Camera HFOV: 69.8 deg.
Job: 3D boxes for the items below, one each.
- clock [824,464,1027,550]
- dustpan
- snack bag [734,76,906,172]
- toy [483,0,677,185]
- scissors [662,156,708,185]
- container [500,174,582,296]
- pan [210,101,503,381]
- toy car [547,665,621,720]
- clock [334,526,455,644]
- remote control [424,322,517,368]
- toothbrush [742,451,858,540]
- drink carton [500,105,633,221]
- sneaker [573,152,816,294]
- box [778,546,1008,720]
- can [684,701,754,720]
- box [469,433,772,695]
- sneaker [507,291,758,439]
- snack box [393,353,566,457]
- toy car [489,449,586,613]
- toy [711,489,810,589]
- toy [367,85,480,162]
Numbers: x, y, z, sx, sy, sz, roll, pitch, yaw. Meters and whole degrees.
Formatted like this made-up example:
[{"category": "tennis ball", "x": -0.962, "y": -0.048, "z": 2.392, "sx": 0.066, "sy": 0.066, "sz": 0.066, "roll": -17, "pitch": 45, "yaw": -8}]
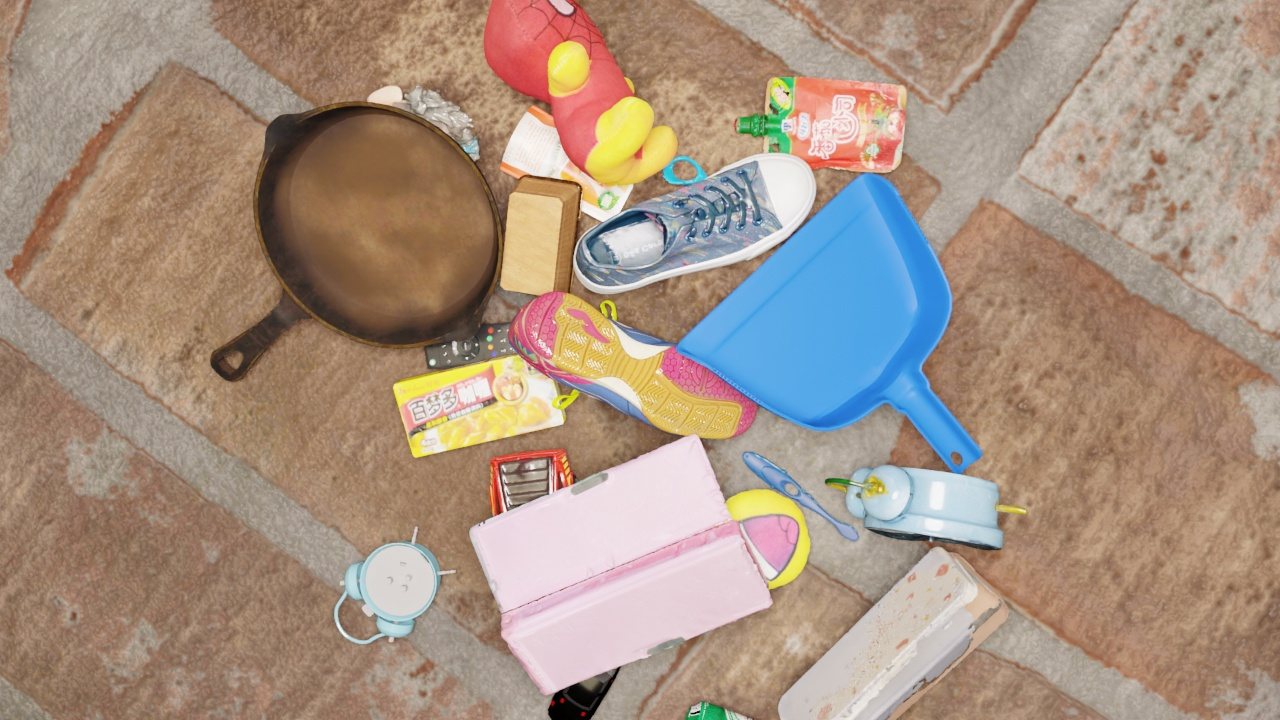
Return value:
[{"category": "clock", "x": 0.241, "y": 0.128, "z": 0.805, "sx": 0.162, "sy": 0.118, "sz": 0.060, "roll": 11, "pitch": 80, "yaw": -4}, {"category": "dustpan", "x": 0.207, "y": 0.003, "z": 0.822, "sx": 0.245, "sy": 0.059, "sz": 0.257, "roll": -43, "pitch": 99, "yaw": -9}, {"category": "snack bag", "x": 0.165, "y": -0.217, "z": 0.851, "sx": 0.155, "sy": 0.044, "sz": 0.087, "roll": 5, "pitch": 101, "yaw": 11}, {"category": "toy", "x": -0.062, "y": -0.251, "z": 0.814, "sx": 0.099, "sy": 0.147, "sz": 0.216, "roll": -39, "pitch": 76, "yaw": 4}, {"category": "scissors", "x": 0.082, "y": -0.144, "z": 0.869, "sx": 0.132, "sy": 0.015, "sz": 0.110, "roll": 10, "pitch": 88, "yaw": 1}, {"category": "container", "x": -0.094, "y": -0.110, "z": 0.848, "sx": 0.063, "sy": 0.061, "sz": 0.114, "roll": 9, "pitch": 105, "yaw": 4}, {"category": "pan", "x": -0.280, "y": -0.088, "z": 0.855, "sx": 0.357, "sy": 0.043, "sz": 0.249, "roll": -35, "pitch": 107, "yaw": 22}, {"category": "toy car", "x": -0.054, "y": 0.313, "z": 0.873, "sx": 0.042, "sy": 0.036, "sz": 0.092, "roll": 31, "pitch": 93, "yaw": 4}, {"category": "clock", "x": -0.245, "y": 0.224, "z": 0.886, "sx": 0.123, "sy": 0.042, "sz": 0.087, "roll": -42, "pitch": 87, "yaw": 3}, {"category": "remote control", "x": -0.148, "y": -0.017, "z": 0.890, "sx": 0.125, "sy": 0.010, "sz": 0.039, "roll": -9, "pitch": 90, "yaw": 5}, {"category": "toothbrush", "x": 0.150, "y": 0.127, "z": 0.864, "sx": 0.132, "sy": 0.016, "sz": 0.021, "roll": 37, "pitch": 93, "yaw": 6}, {"category": "drink carton", "x": -0.064, "y": -0.185, "z": 0.873, "sx": 0.122, "sy": 0.039, "sz": 0.069, "roll": 28, "pitch": 93, "yaw": -2}, {"category": "sneaker", "x": 0.050, "y": -0.121, "z": 0.822, "sx": 0.235, "sy": 0.079, "sz": 0.087, "roll": -21, "pitch": 89, "yaw": 1}, {"category": "box", "x": 0.227, "y": 0.270, "z": 0.816, "sx": 0.107, "sy": 0.094, "sz": 0.216, "roll": 36, "pitch": 103, "yaw": -25}, {"category": "can", "x": 0.089, "y": 0.357, "z": 0.852, "sx": 0.101, "sy": 0.053, "sz": 0.053, "roll": 20, "pitch": 92, "yaw": 5}, {"category": "box", "x": -0.019, "y": 0.188, "z": 0.810, "sx": 0.233, "sy": 0.059, "sz": 0.179, "roll": -25, "pitch": 100, "yaw": 8}, {"category": "sneaker", "x": -0.005, "y": 0.006, "z": 0.843, "sx": 0.241, "sy": 0.091, "sz": 0.116, "roll": 25, "pitch": 69, "yaw": -19}, {"category": "snack box", "x": -0.153, "y": 0.040, "z": 0.878, "sx": 0.152, "sy": 0.025, "sz": 0.075, "roll": -13, "pitch": 99, "yaw": 5}, {"category": "toy car", "x": -0.095, "y": 0.180, "z": 0.868, "sx": 0.081, "sy": 0.056, "sz": 0.189, "roll": -7, "pitch": 93, "yaw": 6}, {"category": "toy", "x": 0.111, "y": 0.167, "z": 0.854, "sx": 0.094, "sy": 0.041, "sz": 0.095, "roll": -34, "pitch": 91, "yaw": 0}, {"category": "toy", "x": -0.237, "y": -0.188, "z": 0.866, "sx": 0.176, "sy": 0.076, "sz": 0.133, "roll": -6, "pitch": 105, "yaw": 3}]
